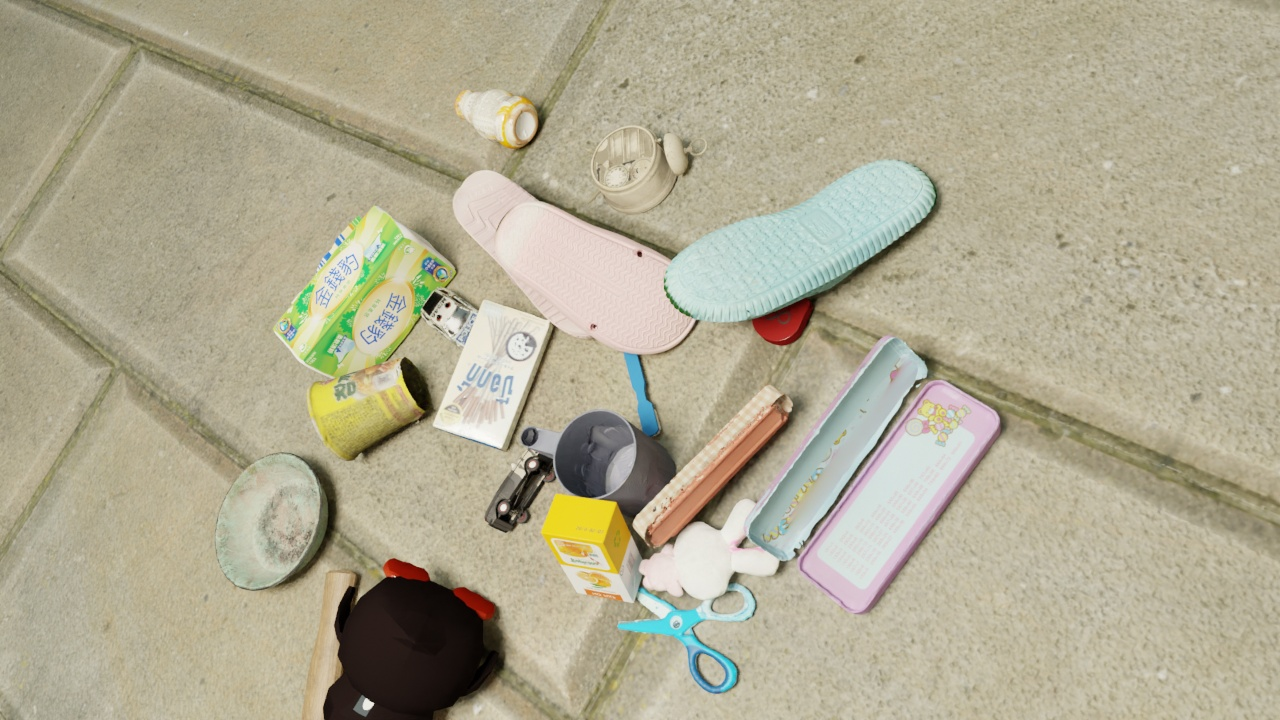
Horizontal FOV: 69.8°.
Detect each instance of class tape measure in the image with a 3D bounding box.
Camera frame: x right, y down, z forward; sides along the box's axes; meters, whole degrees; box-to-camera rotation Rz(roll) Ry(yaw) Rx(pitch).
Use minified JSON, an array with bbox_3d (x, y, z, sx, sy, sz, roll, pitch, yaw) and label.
[{"bbox_3d":[0.132,-0.043,0.894,0.059,0.019,0.051,22,85,31],"label":"tape measure"}]

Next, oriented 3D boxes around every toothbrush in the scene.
[{"bbox_3d":[-0.006,0.006,0.948,0.016,0.014,0.166,-24,58,16],"label":"toothbrush"}]

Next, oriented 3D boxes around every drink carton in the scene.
[{"bbox_3d":[-0.040,0.174,0.833,0.059,0.123,0.040,5,52,20],"label":"drink carton"}]

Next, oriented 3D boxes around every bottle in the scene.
[{"bbox_3d":[-0.177,-0.298,1.114,0.109,0.063,0.063,27,84,32],"label":"bottle"}]

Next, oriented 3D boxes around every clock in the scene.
[{"bbox_3d":[0.005,-0.217,1.001,0.141,0.054,0.092,-13,66,23],"label":"clock"}]

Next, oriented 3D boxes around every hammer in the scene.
[{"bbox_3d":[-0.340,0.374,0.954,0.132,0.040,0.305,-4,68,21],"label":"hammer"}]

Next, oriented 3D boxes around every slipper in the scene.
[{"bbox_3d":[-0.108,-0.118,1.012,0.239,0.064,0.094,43,91,17],"label":"slipper"},{"bbox_3d":[0.156,-0.104,0.874,0.276,0.069,0.116,-28,51,-7],"label":"slipper"},{"bbox_3d":[-0.046,-0.083,0.929,0.221,0.055,0.107,29,89,-2],"label":"slipper"}]

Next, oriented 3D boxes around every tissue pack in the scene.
[{"bbox_3d":[-0.341,-0.088,1.088,0.197,0.120,0.141,-47,57,-6],"label":"tissue pack"}]

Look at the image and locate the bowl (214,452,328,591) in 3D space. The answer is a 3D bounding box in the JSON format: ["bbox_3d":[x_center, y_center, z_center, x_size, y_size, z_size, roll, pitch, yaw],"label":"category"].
[{"bbox_3d":[-0.417,0.187,1.058,0.158,0.038,0.157,-9,67,22],"label":"bowl"}]

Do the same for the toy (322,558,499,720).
[{"bbox_3d":[-0.234,0.307,0.868,0.159,0.140,0.184,26,95,-6],"label":"toy"}]

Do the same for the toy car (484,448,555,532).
[{"bbox_3d":[-0.124,0.130,0.936,0.037,0.040,0.092,29,82,34],"label":"toy car"}]

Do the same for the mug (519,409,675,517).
[{"bbox_3d":[-0.038,0.097,0.872,0.124,0.104,0.083,10,76,29],"label":"mug"}]

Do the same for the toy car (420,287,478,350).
[{"bbox_3d":[-0.209,-0.046,1.046,0.113,0.040,0.048,33,88,31],"label":"toy car"}]

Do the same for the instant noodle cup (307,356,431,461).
[{"bbox_3d":[-0.300,0.048,1.028,0.108,0.102,0.102,-24,62,6],"label":"instant noodle cup"}]

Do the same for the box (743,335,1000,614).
[{"bbox_3d":[0.195,0.096,0.786,0.140,0.062,0.214,37,89,-3],"label":"box"}]

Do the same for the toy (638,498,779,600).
[{"bbox_3d":[0.060,0.179,0.831,0.125,0.037,0.075,-25,57,11],"label":"toy"}]

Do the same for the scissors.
[{"bbox_3d":[0.037,0.251,0.831,0.141,0.013,0.113,-8,65,20],"label":"scissors"}]

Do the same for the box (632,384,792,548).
[{"bbox_3d":[0.064,0.093,0.837,0.187,0.076,0.054,-45,98,-6],"label":"box"}]

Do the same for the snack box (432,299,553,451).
[{"bbox_3d":[-0.158,0.016,0.992,0.082,0.026,0.150,19,79,9],"label":"snack box"}]
